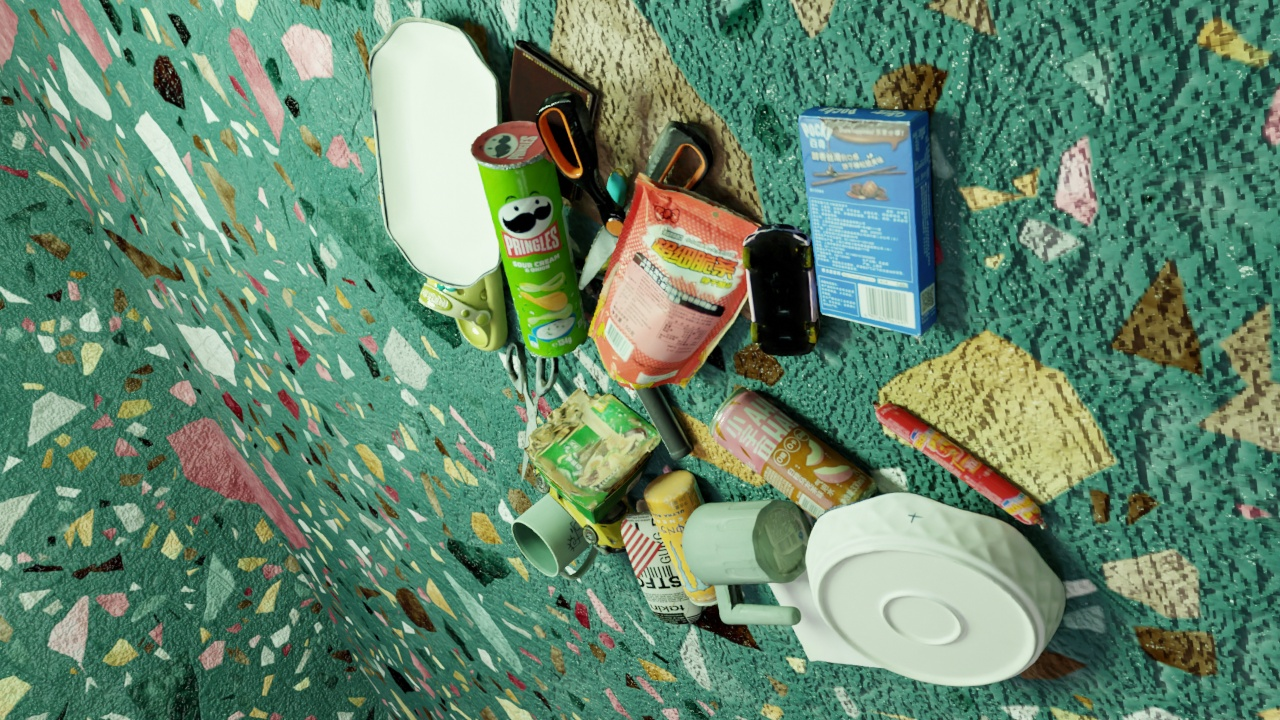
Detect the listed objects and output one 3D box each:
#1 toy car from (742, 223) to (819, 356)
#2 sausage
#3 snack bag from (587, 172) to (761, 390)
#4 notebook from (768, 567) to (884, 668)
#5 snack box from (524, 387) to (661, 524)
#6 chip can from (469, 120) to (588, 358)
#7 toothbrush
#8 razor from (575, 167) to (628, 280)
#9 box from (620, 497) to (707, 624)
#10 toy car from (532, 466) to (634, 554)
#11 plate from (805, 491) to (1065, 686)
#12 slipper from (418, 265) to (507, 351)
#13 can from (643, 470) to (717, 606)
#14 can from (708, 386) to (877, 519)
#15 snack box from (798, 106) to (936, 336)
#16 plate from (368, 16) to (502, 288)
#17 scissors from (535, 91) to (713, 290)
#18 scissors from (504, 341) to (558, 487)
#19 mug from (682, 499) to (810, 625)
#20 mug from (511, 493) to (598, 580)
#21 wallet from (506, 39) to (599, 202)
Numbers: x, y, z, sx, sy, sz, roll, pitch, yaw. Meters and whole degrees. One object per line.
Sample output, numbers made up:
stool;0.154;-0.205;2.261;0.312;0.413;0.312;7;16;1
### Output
toy car;0.111;-0.054;0.715;0.056;0.037;0.122;0;130;15
sausage;0.242;0.077;0.702;0.156;0.020;0.020;37;143;22
snack bag;0.026;-0.059;0.796;0.128;0.073;0.208;30;138;4
notebook;0.208;0.240;0.895;0.210;0.012;0.150;-17;106;54
snack box;-0.051;0.114;1.018;0.117;0.118;0.106;37;156;23
chip can;-0.099;-0.107;0.874;0.072;0.072;0.236;29;146;31
toothbrush;-0.006;0.005;0.926;0.026;0.027;0.212;-25;102;18
razor;-0.028;-0.124;0.834;0.043;0.028;0.133;20;139;5
box;0.037;0.229;1.070;0.074;0.079;0.163;-10;112;28
toy car;-0.061;0.161;1.087;0.156;0.071;0.041;45;132;21
plate;0.231;0.194;0.745;0.205;0.045;0.205;15;135;16
slipper;-0.206;-0.078;1.045;0.092;0.081;0.191;24;139;32
can;0.054;0.192;0.995;0.058;0.058;0.146;4;123;49
can;0.133;0.087;0.806;0.147;0.057;0.058;37;143;22
snack box;0.159;-0.096;0.637;0.085;0.026;0.157;18;133;41
plate;-0.193;-0.202;0.912;0.162;0.034;0.266;18;122;26
scissors;-0.021;-0.139;0.788;0.223;0.021;0.222;42;138;-20
scissors;-0.127;0.055;1.072;0.172;0.014;0.159;-53;57;36
mug;0.109;0.198;0.900;0.104;0.083;0.124;-19;81;53
mug;-0.088;0.213;1.139;0.082;0.106;0.112;-4;117;51
wallet;-0.084;-0.213;0.831;0.096;0.020;0.123;36;142;16
